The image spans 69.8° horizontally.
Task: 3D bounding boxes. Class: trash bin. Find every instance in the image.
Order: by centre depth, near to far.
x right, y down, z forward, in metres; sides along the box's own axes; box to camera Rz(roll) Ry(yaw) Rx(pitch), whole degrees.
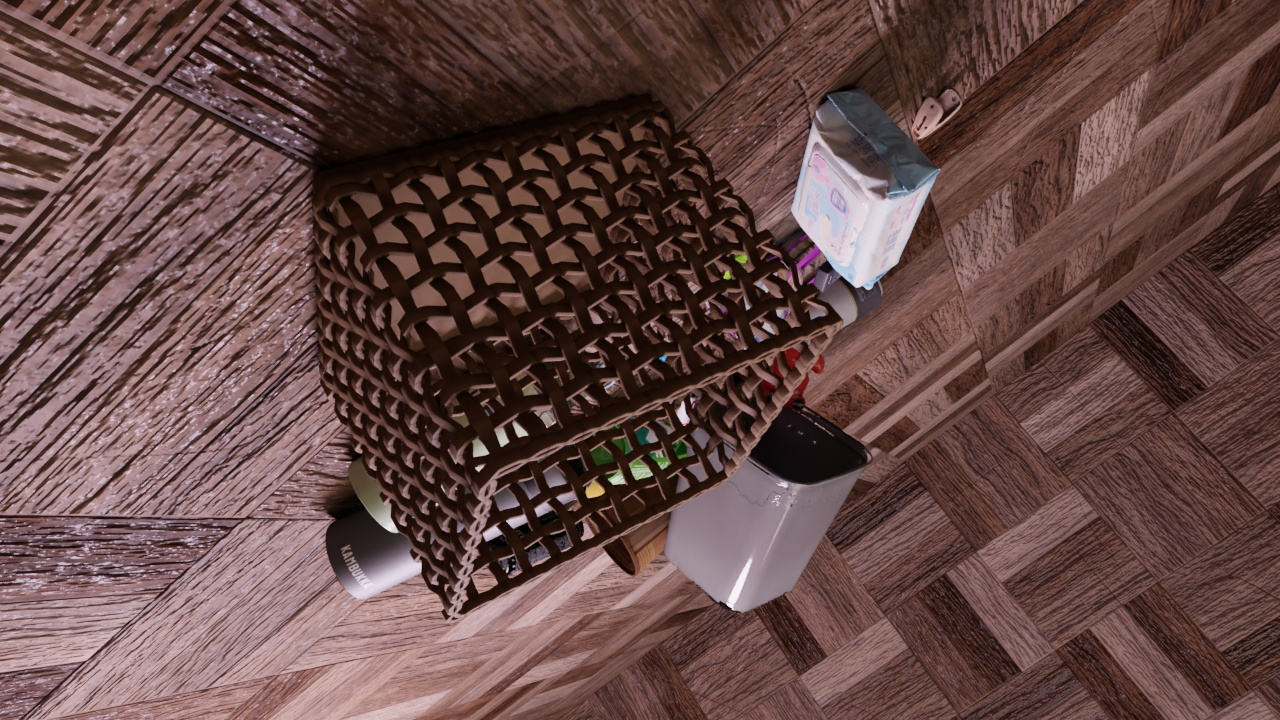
[{"bbox_3d":[0.149,0.183,1.194,0.196,0.197,0.220,-9,125,-44],"label":"trash bin"}]

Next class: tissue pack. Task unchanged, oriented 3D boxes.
[{"bbox_3d":[0.195,-0.148,0.836,0.070,0.112,0.182,-31,158,-14],"label":"tissue pack"}]

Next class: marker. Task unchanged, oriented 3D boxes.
[{"bbox_3d":[0.058,0.067,1.207,0.019,0.019,0.146,-27,157,-18],"label":"marker"}]

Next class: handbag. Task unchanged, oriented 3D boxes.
[{"bbox_3d":[0.158,-0.088,0.990,0.170,0.068,0.144,-42,158,1],"label":"handbag"}]

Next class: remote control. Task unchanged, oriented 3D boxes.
[{"bbox_3d":[0.233,-0.121,0.983,0.136,0.015,0.032,-40,155,-27],"label":"remote control"}]

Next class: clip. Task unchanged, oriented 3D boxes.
[{"bbox_3d":[0.291,-0.243,0.901,0.039,0.024,0.060,-27,167,-12],"label":"clip"}]

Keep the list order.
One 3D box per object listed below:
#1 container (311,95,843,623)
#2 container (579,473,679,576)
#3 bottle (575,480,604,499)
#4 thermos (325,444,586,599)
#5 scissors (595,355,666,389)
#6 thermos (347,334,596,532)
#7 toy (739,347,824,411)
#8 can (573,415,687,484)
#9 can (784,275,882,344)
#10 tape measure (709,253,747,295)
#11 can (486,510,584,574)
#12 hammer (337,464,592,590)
[{"bbox_3d":[-0.058,-0.006,0.623,0.251,0.214,0.220,-22,155,-29],"label":"container"},{"bbox_3d":[0.019,0.202,1.299,0.167,0.132,0.132,-33,159,-20],"label":"container"},{"bbox_3d":[-0.110,0.138,1.063,0.053,0.053,0.185,-46,153,25],"label":"bottle"},{"bbox_3d":[-0.175,0.142,0.882,0.240,0.082,0.082,-26,159,6],"label":"thermos"},{"bbox_3d":[-0.006,0.006,1.003,0.134,0.015,0.066,-20,154,-38],"label":"scissors"},{"bbox_3d":[-0.142,0.060,0.819,0.231,0.082,0.082,-34,158,-2],"label":"thermos"},{"bbox_3d":[0.188,-0.008,1.212,0.088,0.094,0.133,25,98,-21],"label":"toy"},{"bbox_3d":[-0.011,0.105,1.098,0.083,0.083,0.144,-44,157,21],"label":"can"},{"bbox_3d":[0.228,-0.066,1.117,0.127,0.064,0.064,-30,158,-12],"label":"can"},{"bbox_3d":[0.085,-0.088,0.904,0.058,0.036,0.066,-35,158,-3],"label":"tape measure"},{"bbox_3d":[-0.143,0.244,1.236,0.137,0.054,0.054,-17,152,-38],"label":"can"},{"bbox_3d":[-0.204,0.165,0.971,0.301,0.028,0.111,-33,122,16],"label":"hammer"}]
